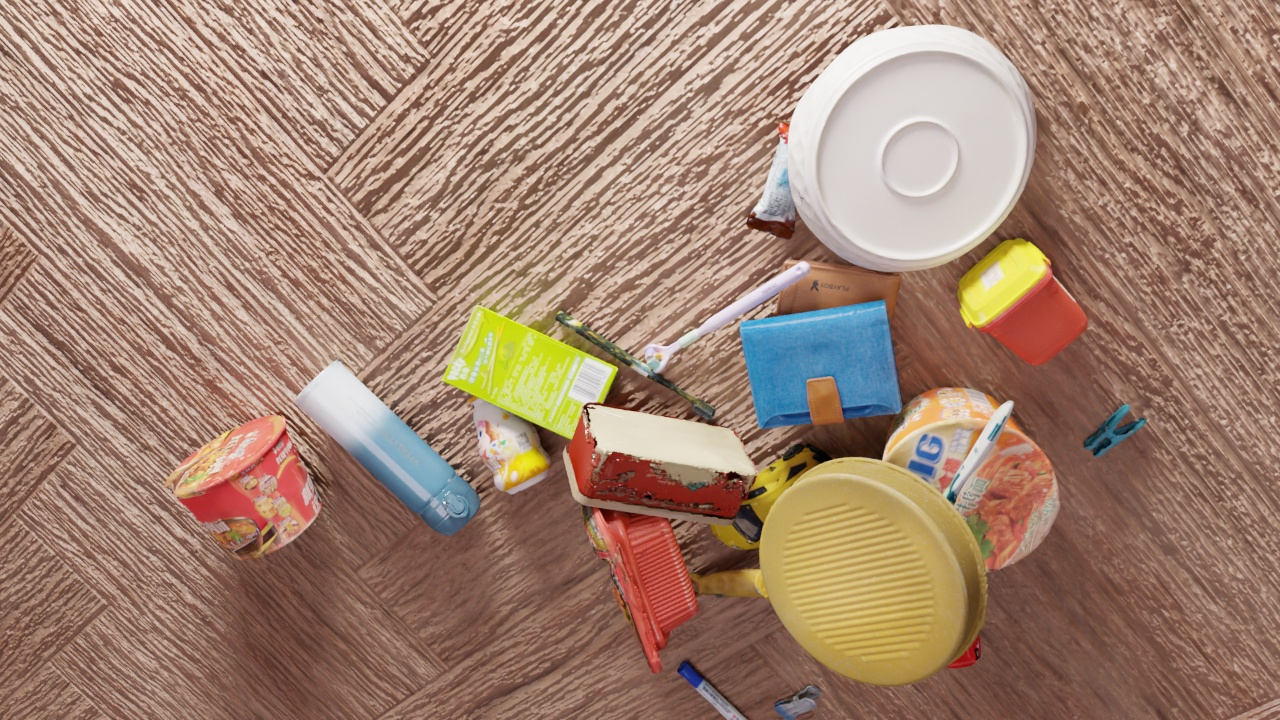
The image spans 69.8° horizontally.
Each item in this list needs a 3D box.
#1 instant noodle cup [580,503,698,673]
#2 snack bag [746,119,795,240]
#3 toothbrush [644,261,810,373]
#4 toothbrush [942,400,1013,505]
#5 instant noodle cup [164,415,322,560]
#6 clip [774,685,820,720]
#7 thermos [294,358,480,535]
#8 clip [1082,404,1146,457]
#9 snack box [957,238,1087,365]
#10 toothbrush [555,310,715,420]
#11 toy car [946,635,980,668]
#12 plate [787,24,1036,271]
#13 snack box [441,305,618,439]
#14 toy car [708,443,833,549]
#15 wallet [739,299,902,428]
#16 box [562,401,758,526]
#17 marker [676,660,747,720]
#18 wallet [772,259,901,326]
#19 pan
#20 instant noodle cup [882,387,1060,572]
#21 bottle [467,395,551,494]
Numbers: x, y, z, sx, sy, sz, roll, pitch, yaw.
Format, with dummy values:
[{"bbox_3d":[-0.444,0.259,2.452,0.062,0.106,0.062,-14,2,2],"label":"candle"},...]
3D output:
[{"bbox_3d":[-0.002,0.198,0.919,0.079,0.164,0.189,-20,108,-6],"label":"instant noodle cup"},{"bbox_3d":[0.128,-0.159,0.808,0.045,0.026,0.105,13,114,-8],"label":"snack bag"},{"bbox_3d":[0.078,-0.042,0.854,0.190,0.021,0.029,-32,78,31],"label":"toothbrush"},{"bbox_3d":[0.263,0.114,0.768,0.018,0.016,0.192,20,115,-7],"label":"toothbrush"},{"bbox_3d":[-0.420,0.141,0.999,0.138,0.137,0.108,-17,115,18],"label":"instant noodle cup"},{"bbox_3d":[0.174,0.382,1.015,0.024,0.028,0.057,45,123,-5],"label":"clip"},{"bbox_3d":[-0.264,0.096,0.976,0.220,0.070,0.070,44,113,-6],"label":"thermos"},{"bbox_3d":[0.430,0.065,0.836,0.041,0.014,0.056,41,112,-4],"label":"clip"},{"bbox_3d":[0.322,-0.046,0.776,0.080,0.091,0.082,40,114,-13],"label":"snack box"},{"bbox_3d":[-0.005,0.005,0.907,0.186,0.017,0.012,33,117,-1],"label":"toothbrush"},{"bbox_3d":[0.307,0.255,0.923,0.053,0.045,0.120,-20,103,18],"label":"toy car"},{"bbox_3d":[0.226,-0.169,0.758,0.205,0.045,0.205,1,110,3],"label":"plate"},{"bbox_3d":[-0.109,0.015,0.912,0.156,0.026,0.085,23,86,3],"label":"snack box"},{"bbox_3d":[0.134,0.142,0.918,0.156,0.041,0.071,-33,100,23],"label":"toy car"},{"bbox_3d":[0.162,0.006,0.828,0.133,0.040,0.106,-8,107,17],"label":"wallet"},{"bbox_3d":[0.022,0.092,0.866,0.168,0.091,0.079,11,118,-21],"label":"box"},{"bbox_3d":[0.097,0.395,1.039,0.146,0.016,0.017,45,113,-7],"label":"marker"},{"bbox_3d":[0.175,-0.025,0.849,0.108,0.031,0.132,10,111,8],"label":"wallet"},{"bbox_3d":[0.149,0.202,0.853,0.359,0.078,0.197,-23,86,42],"label":"pan"},{"bbox_3d":[0.286,0.099,0.828,0.151,0.111,0.151,4,112,11],"label":"instant noodle cup"},{"bbox_3d":[-0.138,0.081,0.944,0.063,0.063,0.108,-28,89,21],"label":"bottle"}]
